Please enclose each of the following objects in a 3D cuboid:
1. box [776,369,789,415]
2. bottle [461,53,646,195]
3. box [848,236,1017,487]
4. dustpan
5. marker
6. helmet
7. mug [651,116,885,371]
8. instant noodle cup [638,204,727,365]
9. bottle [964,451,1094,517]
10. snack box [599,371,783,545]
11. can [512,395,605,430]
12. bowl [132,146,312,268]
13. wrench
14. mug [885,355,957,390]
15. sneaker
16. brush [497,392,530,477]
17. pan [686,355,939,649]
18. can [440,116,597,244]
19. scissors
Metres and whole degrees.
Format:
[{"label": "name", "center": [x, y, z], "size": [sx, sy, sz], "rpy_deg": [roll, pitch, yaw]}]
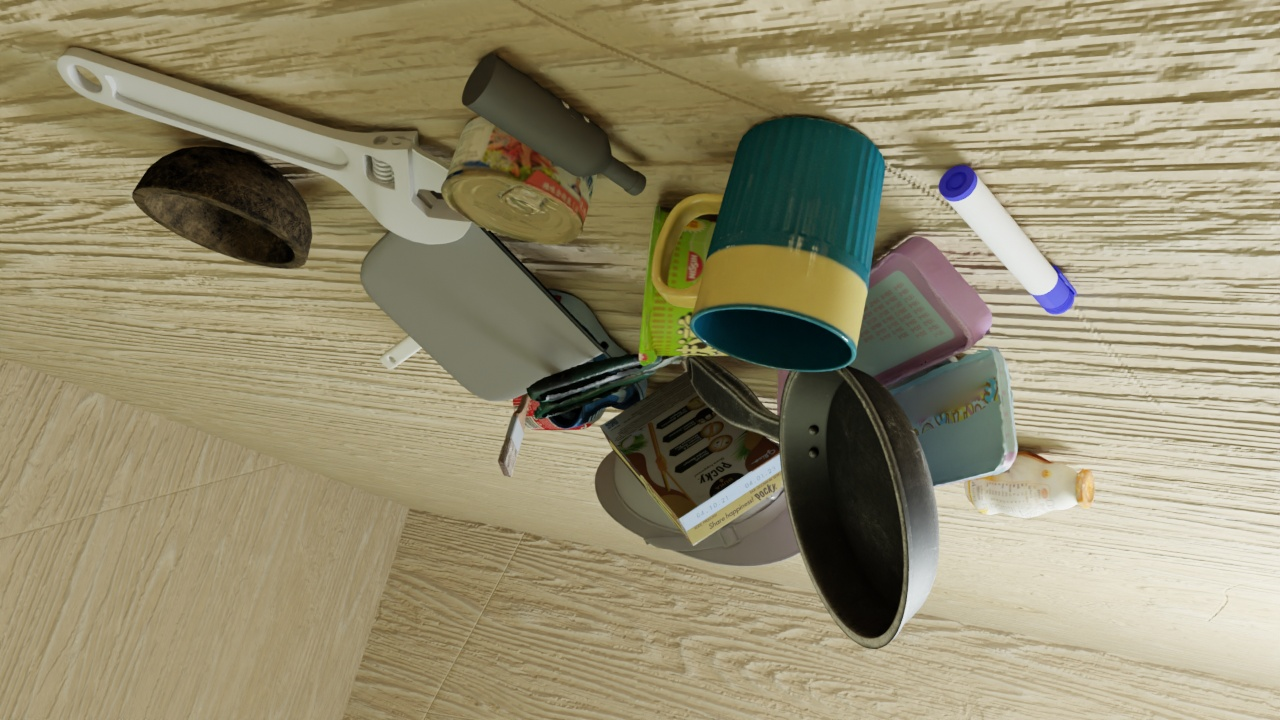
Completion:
[{"label": "box", "center": [0.178, 0.057, 0.811], "size": [0.103, 0.086, 0.202], "rpy_deg": [-2, 159, 12]}, {"label": "bottle", "center": [-0.041, -0.120, 0.494], "size": [0.113, 0.030, 0.030], "rpy_deg": [27, 159, -36]}, {"label": "box", "center": [0.164, 0.017, 0.612], "size": [0.048, 0.150, 0.214], "rpy_deg": [-17, 171, -16]}, {"label": "dustpan", "center": [-0.154, -0.031, 0.733], "size": [0.163, 0.033, 0.258], "rpy_deg": [46, 137, -17]}, {"label": "marker", "center": [0.203, -0.062, 0.498], "size": [0.020, 0.020, 0.141], "rpy_deg": [-2, 157, 44]}, {"label": "helmet", "center": [0.062, 0.095, 0.939], "size": [0.271, 0.182, 0.118], "rpy_deg": [18, 129, 39]}, {"label": "mug", "center": [0.063, -0.059, 0.473], "size": [0.114, 0.107, 0.083], "rpy_deg": [6, 164, 25]}, {"label": "instant noodle cup", "center": [0.057, -0.043, 0.571], "size": [0.108, 0.098, 0.099], "rpy_deg": [5, 163, 1]}, {"label": "bottle", "center": [0.365, 0.117, 0.863], "size": [0.109, 0.063, 0.063], "rpy_deg": [-2, 157, 43]}, {"label": "snack box", "center": [0.044, 0.080, 0.819], "size": [0.032, 0.101, 0.186], "rpy_deg": [63, 170, -28]}, {"label": "can", "center": [-0.089, 0.045, 1.011], "size": [0.064, 0.064, 0.105], "rpy_deg": [27, 159, -36]}, {"label": "bowl", "center": [-0.294, -0.119, 0.668], "size": [0.121, 0.056, 0.121], "rpy_deg": [13, 163, 4]}, {"label": "wrench", "center": [-0.237, -0.139, 0.592], "size": [0.273, 0.018, 0.087], "rpy_deg": [17, 146, 0]}, {"label": "mug", "center": [0.228, 0.042, 0.678], "size": [0.070, 0.084, 0.113], "rpy_deg": [24, -171, -35]}, {"label": "sneaker", "center": [-0.061, 0.025, 0.864], "size": [0.083, 0.098, 0.241], "rpy_deg": [8, 162, 19]}, {"label": "brush", "center": [-0.108, 0.037, 0.864], "size": [0.008, 0.142, 0.045], "rpy_deg": [12, 155, 6]}, {"label": "pan", "center": [0.108, 0.059, 0.664], "size": [0.055, 0.187, 0.356], "rpy_deg": [-9, -158, -11]}, {"label": "can", "center": [-0.071, -0.105, 0.546], "size": [0.086, 0.043, 0.086], "rpy_deg": [13, 164, 4]}, {"label": "scissors", "center": [-0.001, 0.002, 0.707], "size": [0.210, 0.015, 0.146], "rpy_deg": [-22, 168, 7]}]
